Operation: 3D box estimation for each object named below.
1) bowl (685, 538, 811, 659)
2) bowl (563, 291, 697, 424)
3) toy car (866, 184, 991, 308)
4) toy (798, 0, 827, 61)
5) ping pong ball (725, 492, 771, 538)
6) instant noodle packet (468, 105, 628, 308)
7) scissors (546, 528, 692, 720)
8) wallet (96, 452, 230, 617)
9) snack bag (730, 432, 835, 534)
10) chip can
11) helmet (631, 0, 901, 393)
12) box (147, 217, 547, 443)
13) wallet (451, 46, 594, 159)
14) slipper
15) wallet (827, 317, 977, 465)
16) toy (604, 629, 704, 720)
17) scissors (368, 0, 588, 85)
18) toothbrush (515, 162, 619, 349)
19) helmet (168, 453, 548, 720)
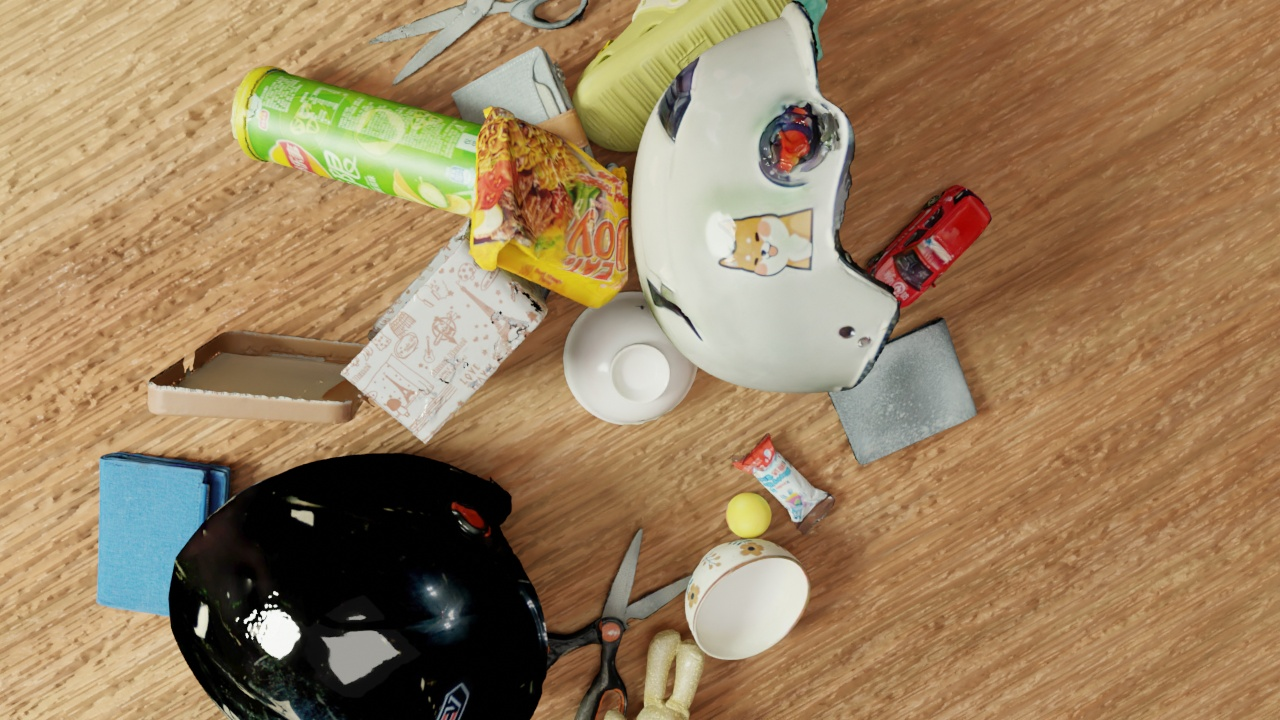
[{"bbox_3d":[0.087,0.201,0.813,0.113,0.062,0.114,-10,119,-18],"label":"bowl"},{"bbox_3d":[-0.005,0.004,0.767,0.118,0.064,0.118,-1,101,-6],"label":"bowl"},{"bbox_3d":[0.247,-0.096,0.786,0.053,0.045,0.120,42,96,-11],"label":"toy car"},{"bbox_3d":[0.111,-0.282,0.738,0.092,0.030,0.096,-21,109,0],"label":"toy"},{"bbox_3d":[0.096,0.138,0.819,0.040,0.040,0.040,-1,102,-7],"label":"ping pong ball"},{"bbox_3d":[-0.056,-0.101,0.625,0.128,0.044,0.110,16,71,-47],"label":"instant noodle packet"},{"bbox_3d":[-0.045,0.262,0.838,0.225,0.021,0.221,-3,103,-7],"label":"scissors"},{"bbox_3d":[-0.398,0.146,0.765,0.106,0.040,0.133,7,101,1],"label":"wallet"},{"bbox_3d":[0.129,0.109,0.824,0.045,0.026,0.105,-45,105,1],"label":"snack bag"},{"bbox_3d":[-0.183,-0.156,0.678,0.221,0.072,0.072,17,100,8],"label":"chip can"},{"bbox_3d":[0.069,-0.100,0.662,0.157,0.230,0.274,-15,95,2],"label":"helmet"},{"bbox_3d":[-0.199,-0.010,0.684,0.272,0.179,0.130,-21,105,-3],"label":"box"},{"bbox_3d":[-0.085,-0.163,0.711,0.107,0.036,0.130,-12,107,40],"label":"wallet"},{"bbox_3d":[0.028,-0.243,0.717,0.191,0.081,0.091,-34,139,13],"label":"slipper"},{"bbox_3d":[0.233,0.028,0.824,0.121,0.019,0.097,-24,102,0],"label":"wallet"},{"bbox_3d":[0.021,0.323,0.836,0.105,0.066,0.157,11,102,5],"label":"toy"},{"bbox_3d":[-0.125,-0.281,0.721,0.163,0.014,0.166,13,102,-7],"label":"scissors"},{"bbox_3d":[-0.066,-0.085,0.766,0.015,0.018,0.181,29,99,-16],"label":"toothbrush"},{"bbox_3d":[-0.210,0.195,0.700,0.275,0.230,0.233,31,98,27],"label":"helmet"}]
